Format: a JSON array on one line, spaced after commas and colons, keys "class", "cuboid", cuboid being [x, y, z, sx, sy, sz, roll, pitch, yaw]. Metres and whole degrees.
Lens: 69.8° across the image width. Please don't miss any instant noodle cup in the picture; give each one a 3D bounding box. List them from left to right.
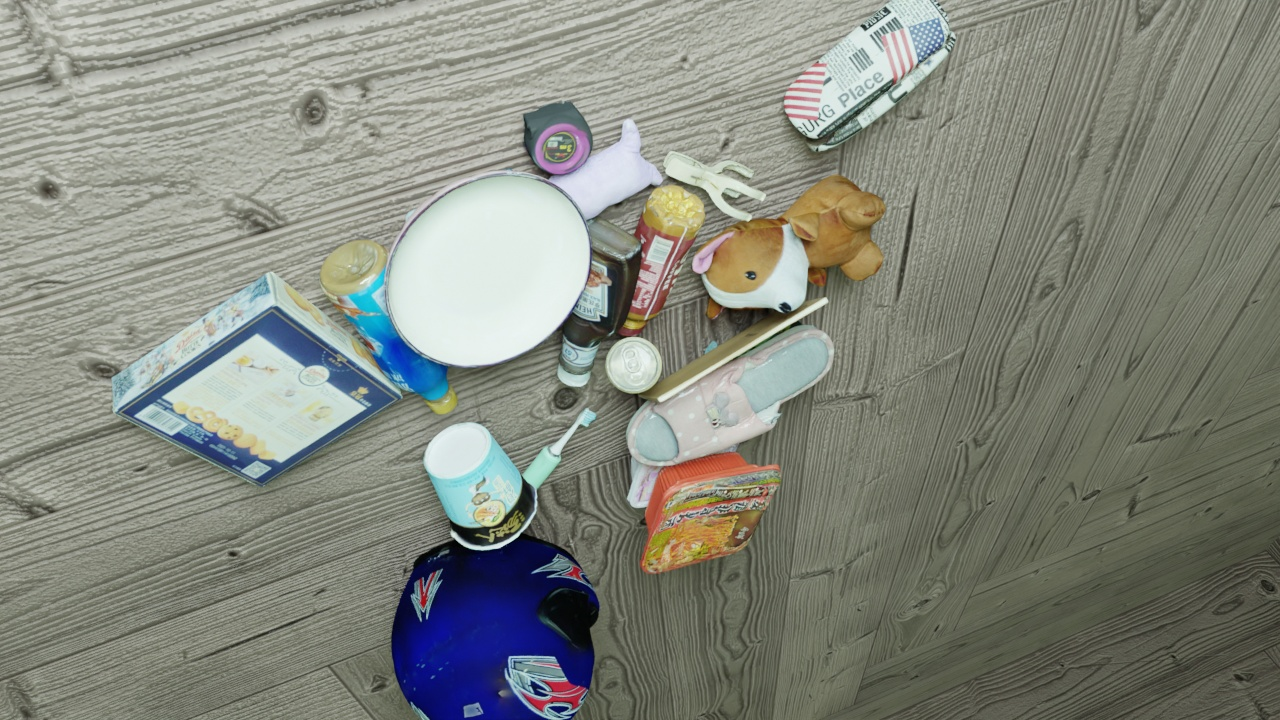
[{"class": "instant noodle cup", "cuboid": [-0.188, 0.137, 1.040, 0.111, 0.111, 0.120, -24, 134, -4]}, {"class": "instant noodle cup", "cuboid": [0.052, 0.107, 1.175, 0.137, 0.060, 0.174, -7, 139, -24]}, {"class": "instant noodle cup", "cuboid": [0.079, 0.187, 1.170, 0.164, 0.079, 0.189, -7, 136, -23]}]

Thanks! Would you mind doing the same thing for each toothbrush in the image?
[{"class": "toothbrush", "cuboid": [-0.124, 0.135, 1.131, 0.027, 0.026, 0.225, 29, 118, -19]}]

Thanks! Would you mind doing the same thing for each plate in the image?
[{"class": "plate", "cuboid": [-0.136, -0.083, 0.811, 0.192, 0.039, 0.193, -19, 132, -22]}]

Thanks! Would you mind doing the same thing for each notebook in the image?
[{"class": "notebook", "cuboid": [0.096, -0.011, 1.013, 0.207, 0.008, 0.148, -31, -176, -7]}]

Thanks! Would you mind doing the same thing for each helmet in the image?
[{"class": "helmet", "cuboid": [-0.171, 0.377, 1.190, 0.248, 0.240, 0.315, -28, 145, 19]}]

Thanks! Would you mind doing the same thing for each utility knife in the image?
[{"class": "utility knife", "cuboid": [0.114, 0.033, 1.160, 0.031, 0.021, 0.205, -33, 148, 0]}]

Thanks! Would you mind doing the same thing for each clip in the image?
[{"class": "clip", "cuboid": [0.077, -0.165, 0.876, 0.102, 0.094, 0.035, -1, 136, -45]}]

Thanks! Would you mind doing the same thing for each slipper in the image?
[{"class": "slipper", "cuboid": [0.111, 0.047, 1.069, 0.274, 0.054, 0.114, -27, 124, -8]}]

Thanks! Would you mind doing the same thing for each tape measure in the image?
[{"class": "tape measure", "cuboid": [-0.071, -0.190, 0.782, 0.057, 0.039, 0.058, -20, 137, -9]}]

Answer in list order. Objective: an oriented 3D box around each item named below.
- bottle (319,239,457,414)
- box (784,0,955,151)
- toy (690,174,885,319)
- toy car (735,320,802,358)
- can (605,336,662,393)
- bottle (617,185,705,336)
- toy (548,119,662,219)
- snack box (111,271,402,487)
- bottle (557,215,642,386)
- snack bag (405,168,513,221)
[{"class": "bottle", "cuboid": [-0.225, -0.020, 0.866, 0.065, 0.065, 0.219, -24, 143, -4]}, {"class": "box", "cuboid": [0.208, -0.269, 0.849, 0.163, 0.076, 0.088, -35, 117, 15]}, {"class": "toy", "cuboid": [0.152, -0.106, 0.950, 0.199, 0.130, 0.140, -17, 143, 3]}, {"class": "toy car", "cuboid": [0.155, -0.020, 1.108, 0.091, 0.036, 0.043, -41, 137, 13]}, {"class": "can", "cuboid": [-0.006, 0.006, 0.984, 0.058, 0.058, 0.116, -28, 179, 1]}, {"class": "bottle", "cuboid": [0.010, -0.092, 0.915, 0.057, 0.057, 0.175, -5, 145, -25]}, {"class": "toy", "cuboid": [-0.038, -0.164, 0.831, 0.108, 0.039, 0.084, -27, 142, 3]}, {"class": "snack box", "cuboid": [-0.351, 0.026, 0.860, 0.182, 0.045, 0.178, -32, 142, 6]}, {"class": "bottle", "cuboid": [-0.052, -0.051, 0.922, 0.043, 0.080, 0.195, -46, 161, -43]}, {"class": "snack bag", "cuboid": [-0.148, -0.084, 0.862, 0.110, 0.038, 0.191, -17, 138, -7]}]
